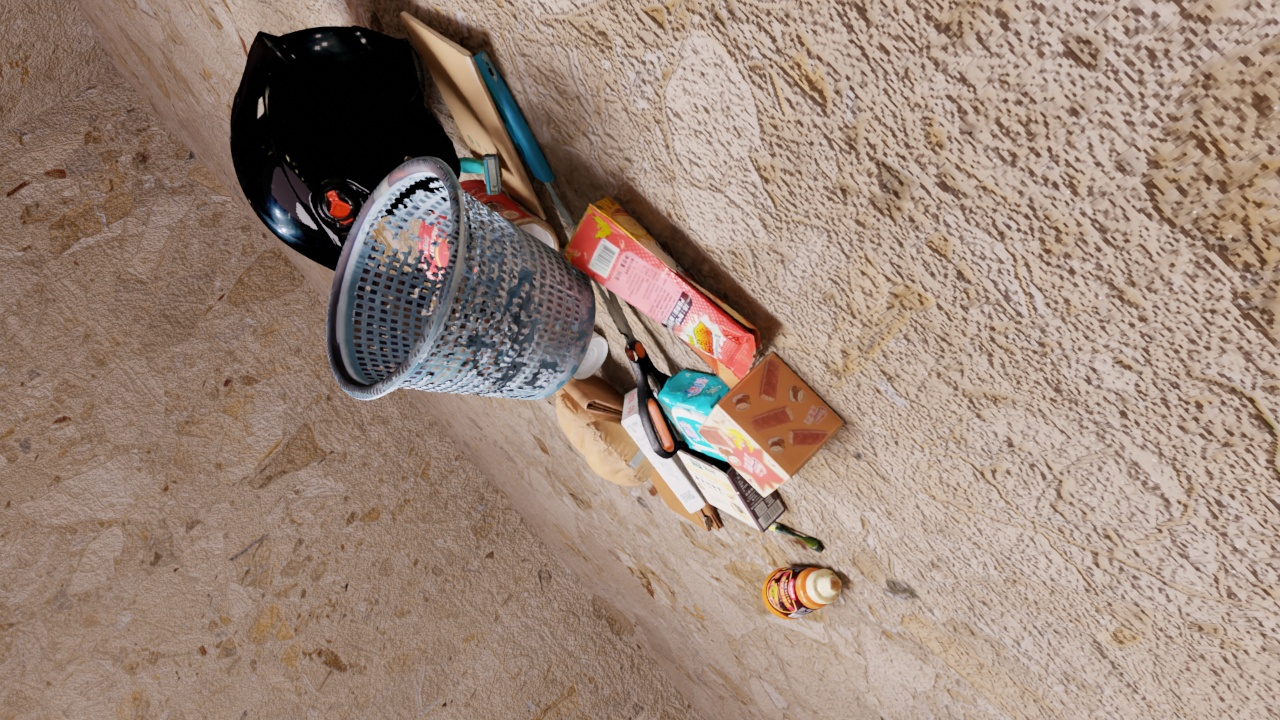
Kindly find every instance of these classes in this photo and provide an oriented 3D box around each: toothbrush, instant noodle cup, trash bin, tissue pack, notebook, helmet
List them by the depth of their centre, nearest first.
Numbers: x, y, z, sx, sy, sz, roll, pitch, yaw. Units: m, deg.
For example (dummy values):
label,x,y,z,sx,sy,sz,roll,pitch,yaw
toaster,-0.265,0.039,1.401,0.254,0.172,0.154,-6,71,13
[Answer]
label,x,y,z,sx,sy,sz,roll,pitch,yaw
trash bin,-0.160,-0.054,0.883,0.195,0.226,0.227,18,-174,-42
notebook,-0.172,-0.252,0.958,0.148,0.008,0.208,41,163,39
helmet,-0.322,-0.223,0.989,0.230,0.275,0.233,17,-167,-21
tissue pack,0.081,0.064,0.994,0.093,0.050,0.134,57,159,-22
instant noodle cup,-0.166,-0.125,1.036,0.109,0.137,0.138,29,154,39
toothbrush,0.165,0.209,1.155,0.017,0.012,0.186,45,164,-27

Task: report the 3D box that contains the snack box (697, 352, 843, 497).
label,x,y,z,sx,sy,sz,roll,pitch,yaw
snack box,0.120,0.063,0.865,0.094,0.077,0.093,45,161,9

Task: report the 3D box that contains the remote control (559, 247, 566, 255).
label,x,y,z,sx,sy,sz,roll,pitch,yaw
remote control,-0.108,-0.116,1.097,0.125,0.024,0.049,24,149,51

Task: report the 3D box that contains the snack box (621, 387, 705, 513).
label,x,y,z,sx,sy,sz,roll,pitch,yaw
snack box,0.031,0.114,1.176,0.157,0.027,0.084,55,-166,-18

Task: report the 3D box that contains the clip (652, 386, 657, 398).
label,x,y,z,sx,sy,sz,roll,pitch,yaw
clip,0.026,0.042,1.122,0.024,0.026,0.056,52,151,-17

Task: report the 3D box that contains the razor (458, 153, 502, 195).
label,x,y,z,sx,sy,sz,roll,pitch,yaw
razor,-0.183,-0.213,1.018,0.133,0.028,0.043,26,129,55

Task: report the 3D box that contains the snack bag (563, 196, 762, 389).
label,x,y,z,sx,sy,sz,roll,pitch,yaw
snack bag,0.026,-0.061,0.863,0.208,0.073,0.129,40,163,8

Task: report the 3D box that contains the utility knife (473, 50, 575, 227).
label,x,y,z,sx,sy,sz,roll,pitch,yaw
utility knife,-0.116,-0.218,0.927,0.034,0.018,0.203,22,149,52

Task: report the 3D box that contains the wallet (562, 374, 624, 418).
label,x,y,z,sx,sy,sz,roll,pitch,yaw
wallet,-0.060,0.041,1.206,0.115,0.020,0.101,20,-164,-48

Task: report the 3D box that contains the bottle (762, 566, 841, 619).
label,x,y,z,sx,sy,sz,roll,pitch,yaw
bottle,0.207,0.287,1.148,0.067,0.066,0.150,48,154,2

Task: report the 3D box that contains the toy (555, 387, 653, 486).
label,x,y,z,sx,sy,sz,roll,pitch,yaw
toy,-0.061,0.090,1.252,0.226,0.082,0.143,42,169,50

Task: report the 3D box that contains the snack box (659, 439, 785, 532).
label,x,y,z,sx,sy,sz,roll,pitch,yaw
snack box,0.098,0.136,1.095,0.113,0.053,0.126,20,147,55

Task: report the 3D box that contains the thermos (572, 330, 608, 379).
label,x,y,z,sx,sy,sz,roll,pitch,yaw
thermos,-0.138,-0.058,1.216,0.220,0.070,0.070,37,158,31

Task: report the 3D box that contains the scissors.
label,x,y,z,sx,sy,sz,roll,pitch,yaw
scissors,0.003,-0.001,1.049,0.022,0.160,0.234,-18,82,31

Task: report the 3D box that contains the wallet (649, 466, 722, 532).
label,x,y,z,sx,sy,sz,roll,pitch,yaw
wallet,0.058,0.189,1.315,0.108,0.031,0.132,26,156,40
